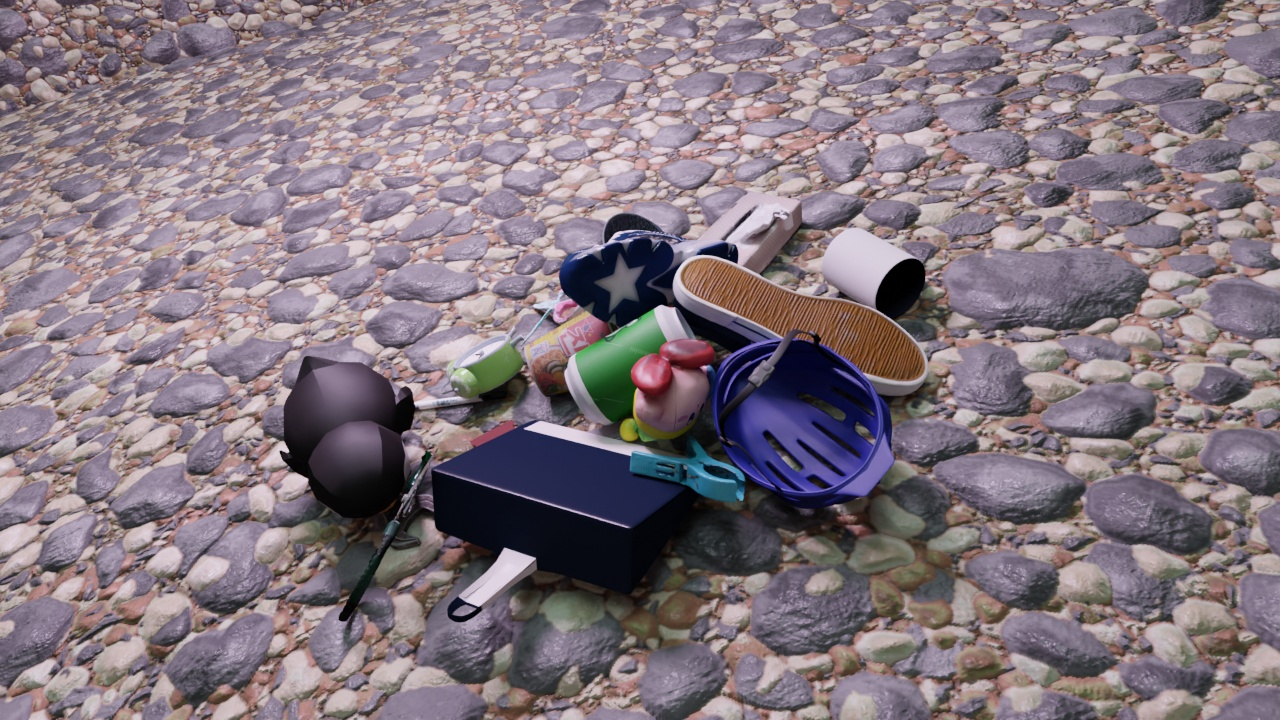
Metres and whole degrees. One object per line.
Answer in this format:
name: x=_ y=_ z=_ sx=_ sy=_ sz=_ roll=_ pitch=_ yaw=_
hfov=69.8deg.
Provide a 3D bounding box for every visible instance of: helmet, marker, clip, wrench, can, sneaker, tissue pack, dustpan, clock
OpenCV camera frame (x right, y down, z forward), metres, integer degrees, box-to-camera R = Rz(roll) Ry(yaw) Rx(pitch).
helmet: x=0.131 y=0.039 z=0.867 sx=0.148 sy=0.227 sz=0.241 roll=-50 pitch=43 yaw=0
marker: x=-0.240 y=0.052 z=1.137 sx=0.152 sy=0.011 sz=0.011 roll=-8 pitch=39 yaw=8
clip: x=0.062 y=0.106 z=0.891 sx=0.097 sy=0.026 sz=0.116 roll=-15 pitch=23 yaw=-36
wrench: x=-0.321 y=0.138 z=1.058 sx=0.273 sy=0.010 sz=0.069 roll=26 pitch=53 yaw=39
can: x=-0.006 y=0.006 z=1.005 sx=0.140 sy=0.088 sz=0.087 roll=-29 pitch=38 yaw=10
sneaker: x=-0.009 y=-0.112 z=1.100 sx=0.132 sy=0.103 sz=0.268 roll=26 pitch=25 yaw=39
tissue pack: x=0.146 y=-0.172 z=1.246 sx=0.104 sy=0.071 sz=0.180 roll=16 pitch=44 yaw=34
dustpan: x=-0.092 y=0.156 z=0.895 sx=0.237 sy=0.080 sz=0.272 roll=11 pitch=19 yaw=29
sneaker: x=0.172 y=-0.018 z=1.042 sx=0.295 sy=0.127 sz=0.120 roll=20 pitch=52 yaw=10
clock: x=-0.193 y=0.008 z=1.130 sx=0.119 sy=0.042 sz=0.094 roll=-30 pitch=17 yaw=-7

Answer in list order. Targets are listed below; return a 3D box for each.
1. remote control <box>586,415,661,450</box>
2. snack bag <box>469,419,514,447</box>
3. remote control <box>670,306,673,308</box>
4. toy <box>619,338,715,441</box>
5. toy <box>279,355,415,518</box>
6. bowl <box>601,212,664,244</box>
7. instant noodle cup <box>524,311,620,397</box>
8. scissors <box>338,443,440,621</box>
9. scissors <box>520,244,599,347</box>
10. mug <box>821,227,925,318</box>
remote control: x=-0.009 y=0.117 z=0.978 sx=0.074 sy=0.019 sz=0.151 roll=-20 pitch=38 yaw=-6
snack bag: x=-0.138 y=0.121 z=1.019 sx=0.057 sy=0.013 sz=0.158 roll=-29 pitch=41 yaw=-14
remote control: x=0.090 y=-0.057 z=1.160 sx=0.126 sy=0.018 sz=0.038 roll=-5 pitch=40 yaw=15
toy: x=0.026 y=0.038 z=0.946 sx=0.097 sy=0.132 sz=0.123 roll=23 pitch=43 yaw=29
toy: x=-0.315 y=0.088 z=0.993 sx=0.159 sy=0.140 sz=0.184 roll=-28 pitch=41 yaw=-9
bowl: x=-0.010 y=-0.125 z=1.225 sx=0.057 sy=0.137 sz=0.136 roll=-37 pitch=20 yaw=42
instant noodle cup: x=-0.074 y=-0.006 z=1.097 sx=0.112 sy=0.100 sz=0.100 roll=-22 pitch=39 yaw=3
scissors: x=-0.251 y=0.167 z=0.932 sx=0.205 sy=0.015 sz=0.202 roll=-61 pitch=10 yaw=-5
scissors: x=-0.096 y=-0.086 z=1.195 sx=0.176 sy=0.013 sz=0.171 roll=-57 pitch=22 yaw=-16
mug: x=0.294 y=-0.107 z=1.118 sx=0.111 sy=0.079 sz=0.097 roll=-3 pitch=30 yaw=-33
